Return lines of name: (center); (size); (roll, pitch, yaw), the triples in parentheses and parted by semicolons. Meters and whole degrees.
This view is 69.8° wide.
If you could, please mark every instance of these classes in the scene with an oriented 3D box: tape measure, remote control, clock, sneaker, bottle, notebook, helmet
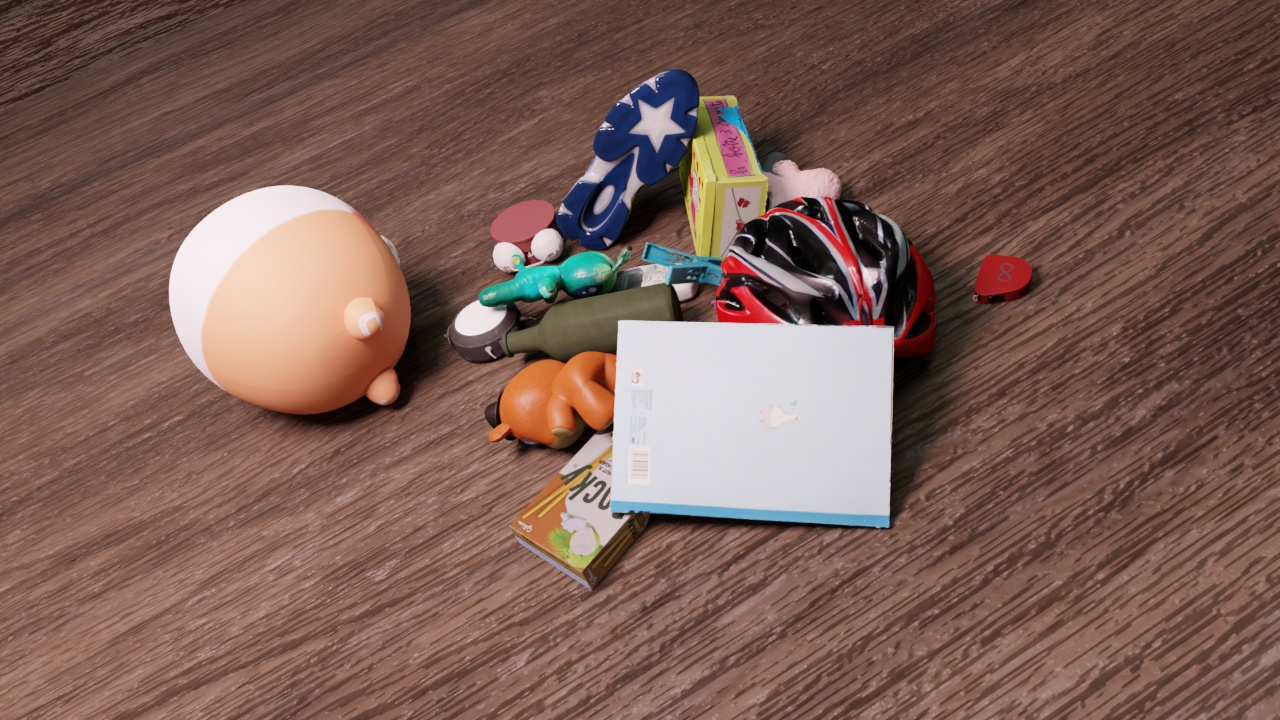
tape measure: (0.382, -0.083, 0.964); (0.051, 0.019, 0.058); (12, 58, 29)
remote control: (0.013, -0.089, 1.111); (0.114, 0.028, 0.060); (-6, 44, 17)
clock: (-0.152, -0.165, 1.240); (0.096, 0.048, 0.137); (-16, 42, 6)
sneaker: (-0.010, -0.272, 1.179); (0.103, 0.270, 0.132); (30, 39, -11)
bottle: (-0.057, -0.036, 1.052); (0.207, 0.071, 0.071); (-10, 43, 12)
notebook: (0.098, 0.055, 0.835); (0.254, 0.009, 0.181); (2, 85, 11)
helmet: (0.186, -0.080, 0.953); (0.217, 0.167, 0.271); (-14, 29, -5)
clock: (-0.194, -0.043, 1.134); (0.123, 0.044, 0.091); (21, 56, 37)
bottle: (0.163, -0.225, 1.190); (0.030, 0.030, 0.112); (5, 48, 26)

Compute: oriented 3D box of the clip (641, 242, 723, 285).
clip: (0.071, -0.101, 1.053); (0.120, 0.027, 0.103); (4, 30, -30)

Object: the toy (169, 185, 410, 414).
toy: (-0.395, -0.065, 1.084); (0.281, 0.263, 0.264); (32, 55, 22)

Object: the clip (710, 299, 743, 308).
clip: (0.103, -0.068, 1.065); (0.050, 0.014, 0.045); (-43, 44, -18)

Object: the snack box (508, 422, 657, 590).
snack box: (-0.028, 0.125, 0.903); (0.101, 0.032, 0.185); (23, 57, 37)

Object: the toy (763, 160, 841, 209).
toy: (0.190, -0.210, 1.138); (0.108, 0.053, 0.105); (-34, 58, -19)

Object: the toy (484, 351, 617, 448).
toy: (-0.090, 0.041, 0.965); (0.176, 0.096, 0.111); (-3, 31, 25)

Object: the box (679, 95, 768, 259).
box: (0.096, -0.231, 1.148); (0.080, 0.125, 0.220); (-4, 44, -6)

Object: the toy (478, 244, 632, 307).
toy: (-0.098, -0.099, 1.085); (0.193, 0.072, 0.131); (-14, 5, -7)
